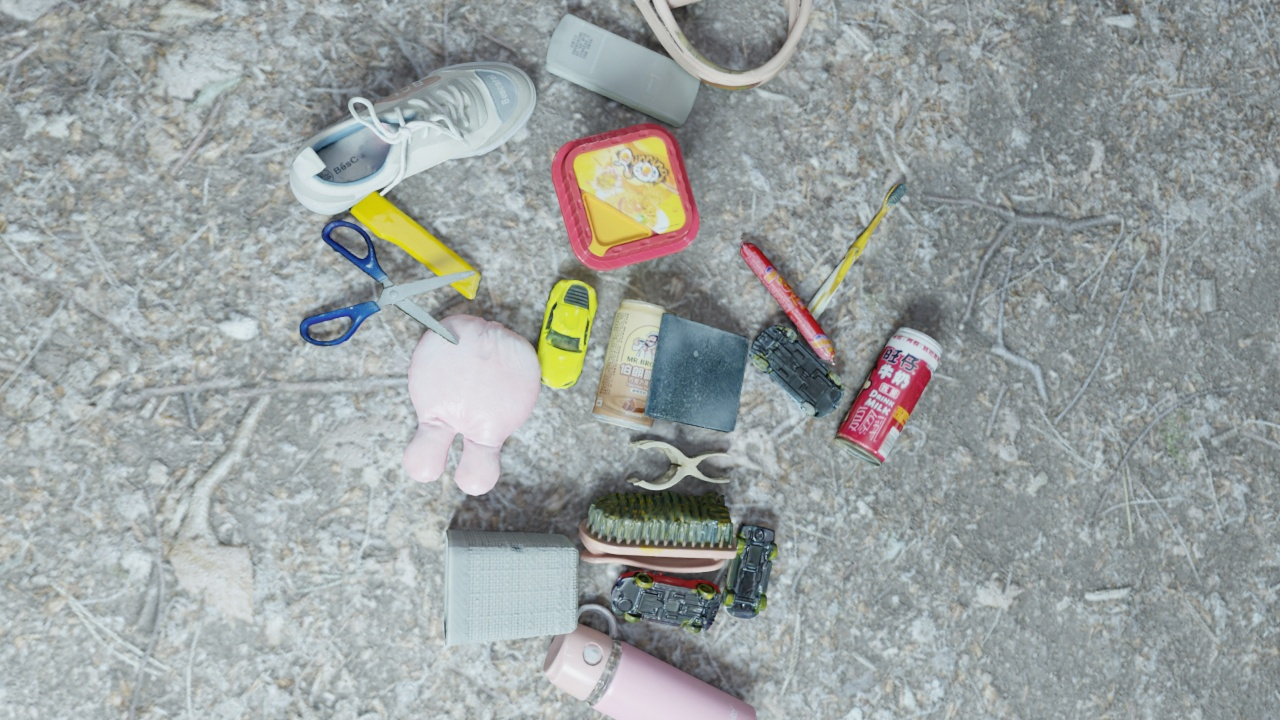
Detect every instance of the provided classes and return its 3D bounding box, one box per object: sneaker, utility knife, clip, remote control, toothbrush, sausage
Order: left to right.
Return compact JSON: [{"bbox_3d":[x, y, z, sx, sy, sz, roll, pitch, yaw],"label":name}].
[{"bbox_3d":[-0.212,-0.110,0.854,0.154,0.015,0.033,39,82,-7],"label":"utility knife"},{"bbox_3d":[-0.199,-0.212,0.815,0.241,0.091,0.089,-31,93,-18],"label":"sneaker"},{"bbox_3d":[-0.017,-0.281,0.891,0.150,0.021,0.058,22,83,-8],"label":"remote control"},{"bbox_3d":[0.033,0.114,0.880,0.104,0.035,0.084,23,81,-16],"label":"clip"},{"bbox_3d":[0.146,-0.059,0.904,0.020,0.020,0.156,-37,87,-9],"label":"sausage"},{"bbox_3d":[0.214,-0.105,0.926,0.016,0.018,0.191,37,82,-5],"label":"toothbrush"}]

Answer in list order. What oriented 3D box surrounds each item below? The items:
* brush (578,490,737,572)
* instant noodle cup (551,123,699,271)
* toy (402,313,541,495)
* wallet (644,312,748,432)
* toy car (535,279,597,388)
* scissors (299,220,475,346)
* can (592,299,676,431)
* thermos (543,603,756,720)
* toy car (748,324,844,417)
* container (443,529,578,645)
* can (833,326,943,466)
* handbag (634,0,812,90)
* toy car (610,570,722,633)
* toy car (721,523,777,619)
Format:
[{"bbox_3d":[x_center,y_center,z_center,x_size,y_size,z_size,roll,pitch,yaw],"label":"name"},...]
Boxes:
[{"bbox_3d":[0.014,0.164,0.862,0.145,0.063,0.073,2,117,-9],"label":"brush"},{"bbox_3d":[-0.020,-0.140,0.833,0.116,0.124,0.116,-16,91,-10],"label":"instant noodle cup"},{"bbox_3d":[-0.158,0.039,0.836,0.121,0.054,0.159,16,79,-2],"label":"toy"},{"bbox_3d":[0.056,0.014,0.866,0.120,0.019,0.097,14,85,-43],"label":"wallet"},{"bbox_3d":[-0.070,-0.025,0.867,0.048,0.032,0.105,14,87,-9],"label":"toy car"},{"bbox_3d":[-0.237,-0.062,0.831,0.175,0.012,0.162,-32,80,4],"label":"scissors"},{"bbox_3d":[-0.005,0.005,0.863,0.058,0.058,0.116,14,86,-9],"label":"can"},{"bbox_3d":[0.010,0.302,0.856,0.198,0.067,0.087,29,52,-6],"label":"thermos"},{"bbox_3d":[0.154,0.012,0.904,0.105,0.031,0.049,44,84,-5],"label":"toy car"},{"bbox_3d":[-0.117,0.200,0.823,0.114,0.090,0.090,2,88,-13],"label":"container"},{"bbox_3d":[0.246,0.035,0.908,0.053,0.053,0.132,32,83,-7],"label":"can"},{"bbox_3d":[0.076,-0.378,0.881,0.193,0.093,0.234,-20,94,-11],"label":"handbag"},{"bbox_3d":[0.023,0.225,0.869,0.106,0.031,0.049,11,111,-12],"label":"toy car"},{"bbox_3d":[0.104,0.204,0.886,0.042,0.035,0.090,12,86,-8],"label":"toy car"}]
